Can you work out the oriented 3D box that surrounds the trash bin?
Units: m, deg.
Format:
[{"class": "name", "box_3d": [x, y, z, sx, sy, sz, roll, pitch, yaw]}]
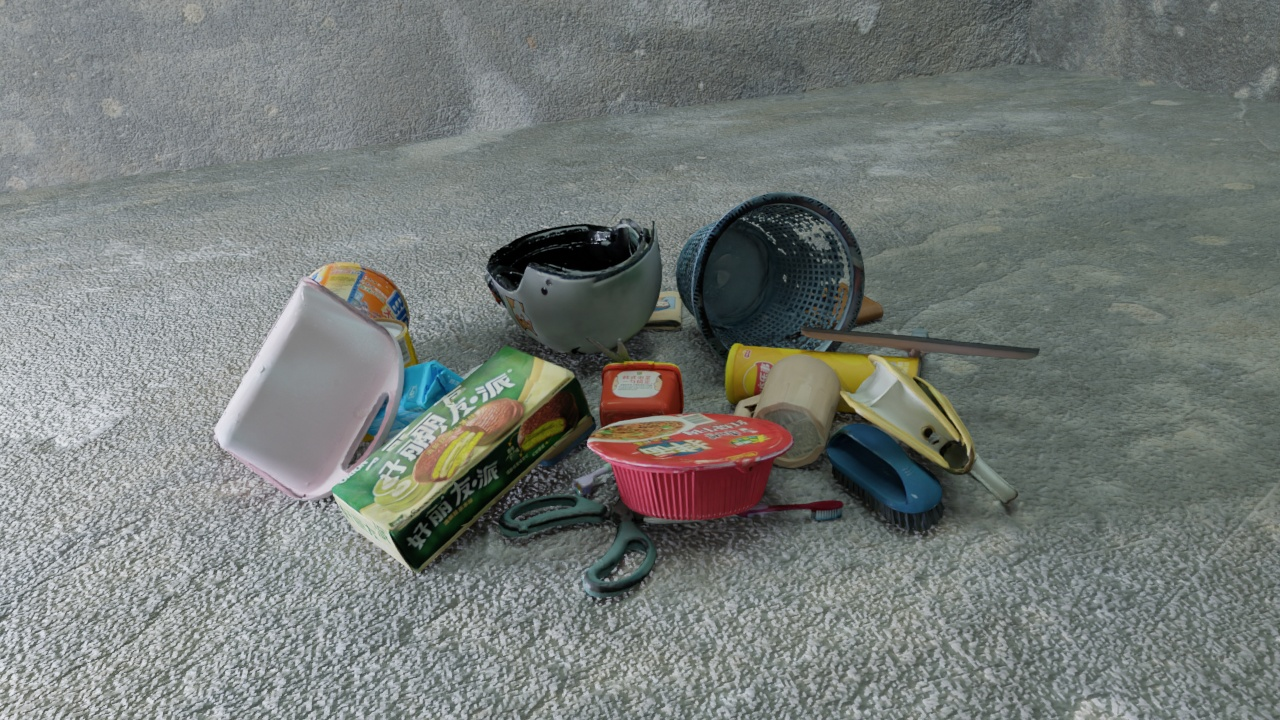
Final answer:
[{"class": "trash bin", "box_3d": [0.145, -0.106, 1.197, 0.226, 0.227, 0.195, -11, 13, -13]}]

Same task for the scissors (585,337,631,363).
[{"class": "scissors", "box_3d": [-0.020, 0.006, 1.075, 0.165, 0.012, 0.157, 23, -20, -30]}]

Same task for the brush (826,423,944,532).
[{"class": "brush", "box_3d": [0.226, 0.100, 0.864, 0.055, 0.073, 0.144, -27, 28, -13]}]

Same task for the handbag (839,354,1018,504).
[{"class": "handbag", "box_3d": [0.283, 0.066, 0.882, 0.179, 0.063, 0.163, 37, 8, 5]}]

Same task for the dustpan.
[{"class": "dustpan", "box_3d": [-0.364, 0.040, 1.020, 0.138, 0.222, 0.273, 30, -3, -22]}]

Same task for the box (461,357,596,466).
[{"class": "box", "box_3d": [-0.134, 0.056, 1.037, 0.184, 0.059, 0.089, 19, 45, 38]}]

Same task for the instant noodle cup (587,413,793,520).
[{"class": "instant noodle cup", "box_3d": [0.047, 0.100, 0.867, 0.194, 0.066, 0.193, -2, 11, 0]}]

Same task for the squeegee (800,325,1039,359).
[{"class": "squeegee", "box_3d": [0.332, -0.018, 1.100, 0.248, 0.040, 0.249, 6, 7, 18]}]

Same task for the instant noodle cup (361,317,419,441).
[{"class": "instant noodle cup", "box_3d": [-0.326, 0.018, 1.107, 0.138, 0.110, 0.137, -5, 25, 2]}]

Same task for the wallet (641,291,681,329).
[{"class": "wallet", "box_3d": [0.017, -0.073, 1.347, 0.087, 0.024, 0.115, 2, 26, 2]}]

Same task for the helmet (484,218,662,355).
[{"class": "helmet", "box_3d": [-0.080, -0.092, 1.248, 0.229, 0.157, 0.274, -24, 20, -26]}]

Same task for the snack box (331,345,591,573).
[{"class": "snack box", "box_3d": [-0.172, 0.089, 0.903, 0.114, 0.063, 0.239, 20, 53, 43]}]

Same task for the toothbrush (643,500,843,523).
[{"class": "toothbrush", "box_3d": [0.096, 0.144, 0.854, 0.187, 0.017, 0.016, -3, 21, -2]}]

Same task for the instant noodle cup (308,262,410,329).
[{"class": "instant noodle cup", "box_3d": [-0.392, -0.038, 1.211, 0.151, 0.151, 0.111, -3, 32, 4]}]

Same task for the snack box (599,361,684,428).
[{"class": "snack box", "box_3d": [-0.001, 0.049, 1.019, 0.091, 0.082, 0.080, 0, 35, 11]}]

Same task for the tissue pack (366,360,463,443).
[{"class": "tissue pack", "box_3d": [-0.242, 0.049, 0.995, 0.140, 0.090, 0.063, -15, 56, 29]}]

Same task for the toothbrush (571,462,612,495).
[{"class": "toothbrush", "box_3d": [0.011, 0.101, 0.972, 0.188, 0.021, 0.029, -20, -4, -32]}]

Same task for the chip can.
[{"class": "chip can", "box_3d": [0.207, 0.024, 1.042, 0.214, 0.072, 0.071, 5, 27, 19]}]

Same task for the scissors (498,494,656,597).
[{"class": "scissors", "box_3d": [-0.056, 0.158, 0.853, 0.180, 0.019, 0.169, 4, 26, 13]}]

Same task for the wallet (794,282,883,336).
[{"class": "wallet", "box_3d": [0.255, -0.075, 1.298, 0.130, 0.035, 0.119, -14, 33, -18]}]

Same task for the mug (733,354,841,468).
[{"class": "mug", "box_3d": [0.147, 0.059, 0.979, 0.125, 0.084, 0.103, -21, 18, 28]}]
